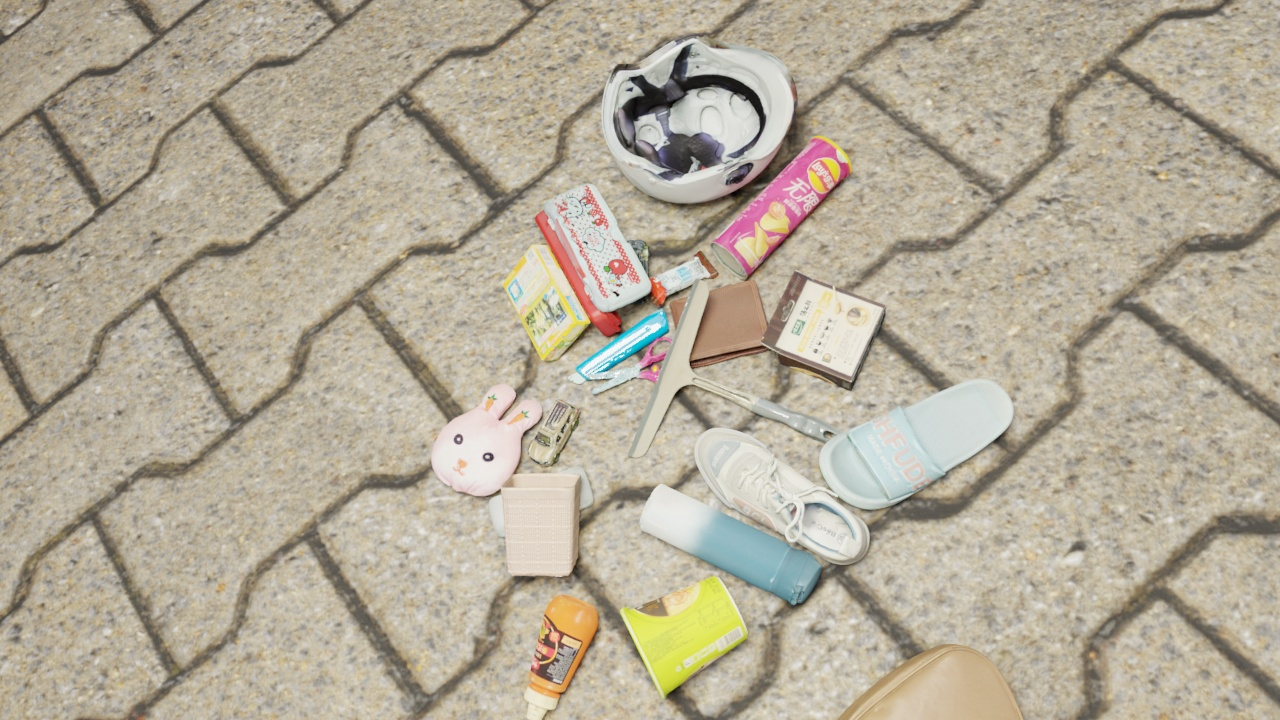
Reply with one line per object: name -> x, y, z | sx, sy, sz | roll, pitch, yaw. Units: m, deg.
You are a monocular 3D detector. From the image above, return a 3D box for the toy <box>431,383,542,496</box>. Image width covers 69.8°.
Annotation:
toy -> -0.204, 0.103, 1.221 | 0.121, 0.054, 0.159 | 25, 69, 20

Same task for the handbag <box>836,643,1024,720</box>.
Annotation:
handbag -> 0.307, 0.403, 0.982 | 0.204, 0.100, 0.147 | -35, 75, -3

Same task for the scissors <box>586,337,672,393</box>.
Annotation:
scissors -> -0.010, 0.006, 1.228 | 0.138, 0.017, 0.083 | -5, 77, 5

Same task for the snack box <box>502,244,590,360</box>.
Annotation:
snack box -> -0.131, -0.079, 1.258 | 0.087, 0.033, 0.140 | -47, 60, 34

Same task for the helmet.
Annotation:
helmet -> 0.080, -0.312, 1.263 | 0.258, 0.146, 0.229 | -19, 69, -5

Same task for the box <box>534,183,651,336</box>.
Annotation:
box -> -0.059, -0.143, 1.253 | 0.102, 0.095, 0.201 | -31, 65, 5

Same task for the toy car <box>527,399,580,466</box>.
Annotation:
toy car -> -0.117, 0.096, 1.213 | 0.042, 0.035, 0.090 | 24, 79, 20

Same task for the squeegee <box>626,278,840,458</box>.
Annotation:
squeegee -> 0.141, 0.053, 1.172 | 0.247, 0.039, 0.246 | 22, 96, 11

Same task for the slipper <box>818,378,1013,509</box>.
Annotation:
slipper -> 0.334, 0.097, 1.092 | 0.245, 0.074, 0.104 | -27, 79, -2

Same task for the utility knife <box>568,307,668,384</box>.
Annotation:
utility knife -> -0.029, -0.015, 1.245 | 0.159, 0.018, 0.034 | -34, 81, -1

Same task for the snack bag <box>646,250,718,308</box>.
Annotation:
snack bag -> 0.053, -0.111, 1.250 | 0.104, 0.026, 0.048 | -30, 72, -22

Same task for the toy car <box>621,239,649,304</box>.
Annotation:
toy car -> -0.007, -0.122, 1.271 | 0.043, 0.034, 0.090 | -5, 83, 6

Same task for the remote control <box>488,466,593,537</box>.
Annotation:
remote control -> -0.129, 0.184, 1.190 | 0.136, 0.020, 0.055 | -21, 67, 3

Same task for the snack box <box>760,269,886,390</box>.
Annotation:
snack box -> 0.235, -0.039, 1.180 | 0.126, 0.053, 0.113 | 23, 76, 19

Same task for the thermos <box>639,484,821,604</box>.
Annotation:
thermos -> 0.108, 0.222, 1.106 | 0.220, 0.070, 0.070 | 23, 76, 17

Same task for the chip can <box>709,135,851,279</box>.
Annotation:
chip can -> 0.190, -0.206, 1.242 | 0.071, 0.071, 0.210 | 42, 83, 22

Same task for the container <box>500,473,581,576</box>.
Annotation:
container -> -0.120, 0.201, 1.128 | 0.090, 0.090, 0.111 | 0, 94, 3

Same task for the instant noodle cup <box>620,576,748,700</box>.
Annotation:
instant noodle cup -> 0.054, 0.313, 1.066 | 0.123, 0.112, 0.111 | -26, 67, -8

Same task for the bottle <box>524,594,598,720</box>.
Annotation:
bottle -> -0.102, 0.360, 1.102 | 0.067, 0.067, 0.149 | 19, 82, 17

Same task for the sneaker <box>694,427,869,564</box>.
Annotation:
sneaker -> 0.160, 0.163, 1.093 | 0.242, 0.090, 0.089 | 33, 92, 19

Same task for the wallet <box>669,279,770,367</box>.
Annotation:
wallet -> 0.107, -0.049, 1.224 | 0.124, 0.032, 0.101 | -14, 65, 6
